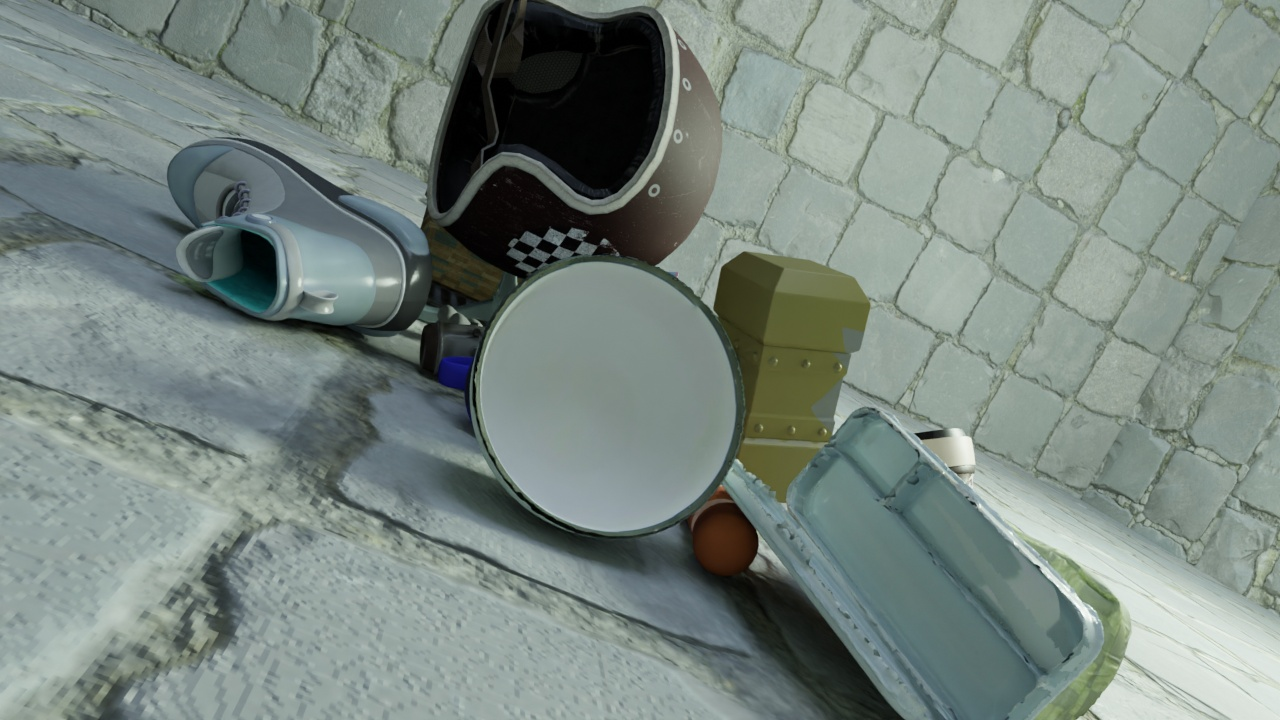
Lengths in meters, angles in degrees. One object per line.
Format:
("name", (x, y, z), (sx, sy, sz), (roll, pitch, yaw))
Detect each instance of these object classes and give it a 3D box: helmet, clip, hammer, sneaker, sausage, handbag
("helmet", (-0.061, -0.183, 0.715), (0.253, 0.235, 0.233), (15, 53, -26))
("clip", (-0.172, -0.070, 0.830), (0.164, 0.169, 0.031), (-16, 14, -4))
("hammer", (-0.004, 0.004, 0.711), (0.324, 0.190, 0.100), (5, 15, -20))
("sneaker", (0.304, 0.147, 0.989), (0.112, 0.116, 0.294), (-8, -11, 3))
("sausage", (0.047, 0.096, 0.592), (0.044, 0.039, 0.164), (51, 3, -11))
("handbag", (0.204, 0.148, 0.572), (0.186, 0.113, 0.117), (38, 0, 43))
("sneaker", (-0.282, -0.094, 0.644), (0.257, 0.093, 0.160), (28, 16, 19))

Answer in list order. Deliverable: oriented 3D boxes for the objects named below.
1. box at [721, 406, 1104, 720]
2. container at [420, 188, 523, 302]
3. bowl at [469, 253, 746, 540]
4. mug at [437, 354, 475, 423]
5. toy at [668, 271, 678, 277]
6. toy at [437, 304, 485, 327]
("box", (0.139, 0.098, 0.499), (0.130, 0.105, 0.210), (39, 9, -42))
("container", (-0.148, -0.154, 0.959), (0.157, 0.186, 0.250), (24, -2, -17))
("bowl", (-0.025, 0.024, 0.513), (0.153, 0.153, 0.073), (24, -21, -15))
("mug", (-0.080, 0.015, 0.606), (0.111, 0.079, 0.083), (10, 5, 9))
("toy", (-0.022, -0.048, 1.028), (0.171, 0.120, 0.222), (38, -9, 38))
("toy", (-0.131, -0.016, 0.794), (0.049, 0.030, 0.111), (33, -3, 38))
